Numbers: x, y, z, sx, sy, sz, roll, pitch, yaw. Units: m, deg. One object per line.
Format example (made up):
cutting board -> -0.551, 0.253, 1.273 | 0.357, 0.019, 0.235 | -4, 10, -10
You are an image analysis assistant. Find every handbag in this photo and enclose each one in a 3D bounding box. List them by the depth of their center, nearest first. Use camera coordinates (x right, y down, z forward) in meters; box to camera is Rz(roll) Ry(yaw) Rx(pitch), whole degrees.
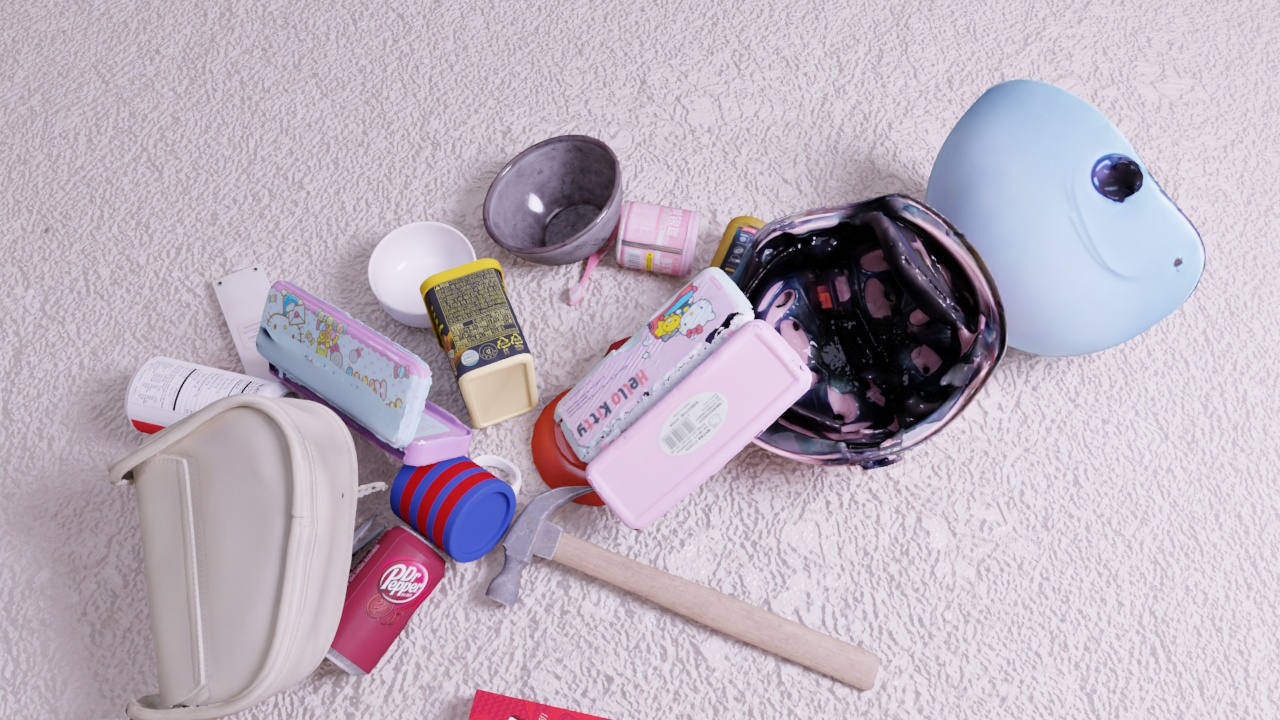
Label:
handbag -> -0.297, 0.147, 0.696 | 0.184, 0.132, 0.229 | -10, 82, 11

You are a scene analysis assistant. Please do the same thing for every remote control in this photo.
remote control -> -0.371, -0.032, 0.890 | 0.050, 0.011, 0.135 | -25, 67, -14

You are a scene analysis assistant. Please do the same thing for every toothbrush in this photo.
toothbrush -> -0.042, -0.112, 0.939 | 0.021, 0.016, 0.134 | 22, 65, 10

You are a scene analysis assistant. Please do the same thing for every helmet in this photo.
helmet -> 0.183, -0.015, 0.821 | 0.255, 0.152, 0.230 | -32, 72, 2
helmet -> 0.360, -0.116, 0.836 | 0.166, 0.226, 0.265 | -34, 95, -11

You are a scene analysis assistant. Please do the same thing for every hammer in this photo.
hammer -> 0.041, 0.202, 0.773 | 0.331, 0.031, 0.119 | 21, 76, 7

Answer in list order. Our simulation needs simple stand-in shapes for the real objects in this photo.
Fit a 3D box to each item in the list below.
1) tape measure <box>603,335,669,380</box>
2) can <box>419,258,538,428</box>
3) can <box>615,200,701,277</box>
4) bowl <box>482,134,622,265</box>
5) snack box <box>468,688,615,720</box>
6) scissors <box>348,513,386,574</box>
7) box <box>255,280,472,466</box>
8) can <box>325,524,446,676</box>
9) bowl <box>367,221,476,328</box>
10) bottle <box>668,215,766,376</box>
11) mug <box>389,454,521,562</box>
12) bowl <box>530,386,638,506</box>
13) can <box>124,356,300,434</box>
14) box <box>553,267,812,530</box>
tape measure -> -0.005, 0.005, 0.870 | 0.051, 0.019, 0.059 | -24, 63, -43
can -> -0.141, -0.011, 0.823 | 0.072, 0.131, 0.101 | -20, 68, -12
can -> 0.018, -0.122, 0.918 | 0.076, 0.067, 0.067 | 11, 64, 4
bowl -> -0.078, -0.148, 0.914 | 0.145, 0.067, 0.144 | -11, 57, 17
snack box -> -0.080, 0.345, 0.700 | 0.133, 0.036, 0.151 | 11, 64, 4
scissors -> -0.281, 0.190, 0.769 | 0.150, 0.019, 0.120 | -19, 39, 5
box -> -0.236, 0.002, 0.785 | 0.214, 0.093, 0.089 | 26, 20, 32
can -> -0.215, 0.196, 0.754 | 0.063, 0.063, 0.114 | 31, 67, 13
bowl -> -0.208, -0.079, 0.896 | 0.105, 0.054, 0.104 | 0, 65, -1
bottle -> 0.079, -0.056, 0.894 | 0.053, 0.053, 0.185 | 21, 65, 8
mug -> -0.147, 0.115, 0.790 | 0.076, 0.075, 0.111 | 28, 32, 29
bowl -> -0.040, 0.069, 0.838 | 0.122, 0.035, 0.121 | 1, 64, -2
can -> -0.380, 0.043, 0.820 | 0.132, 0.070, 0.070 | 12, 64, 4
box -> 0.026, 0.029, 0.766 | 0.201, 0.059, 0.155 | -42, 68, 9
